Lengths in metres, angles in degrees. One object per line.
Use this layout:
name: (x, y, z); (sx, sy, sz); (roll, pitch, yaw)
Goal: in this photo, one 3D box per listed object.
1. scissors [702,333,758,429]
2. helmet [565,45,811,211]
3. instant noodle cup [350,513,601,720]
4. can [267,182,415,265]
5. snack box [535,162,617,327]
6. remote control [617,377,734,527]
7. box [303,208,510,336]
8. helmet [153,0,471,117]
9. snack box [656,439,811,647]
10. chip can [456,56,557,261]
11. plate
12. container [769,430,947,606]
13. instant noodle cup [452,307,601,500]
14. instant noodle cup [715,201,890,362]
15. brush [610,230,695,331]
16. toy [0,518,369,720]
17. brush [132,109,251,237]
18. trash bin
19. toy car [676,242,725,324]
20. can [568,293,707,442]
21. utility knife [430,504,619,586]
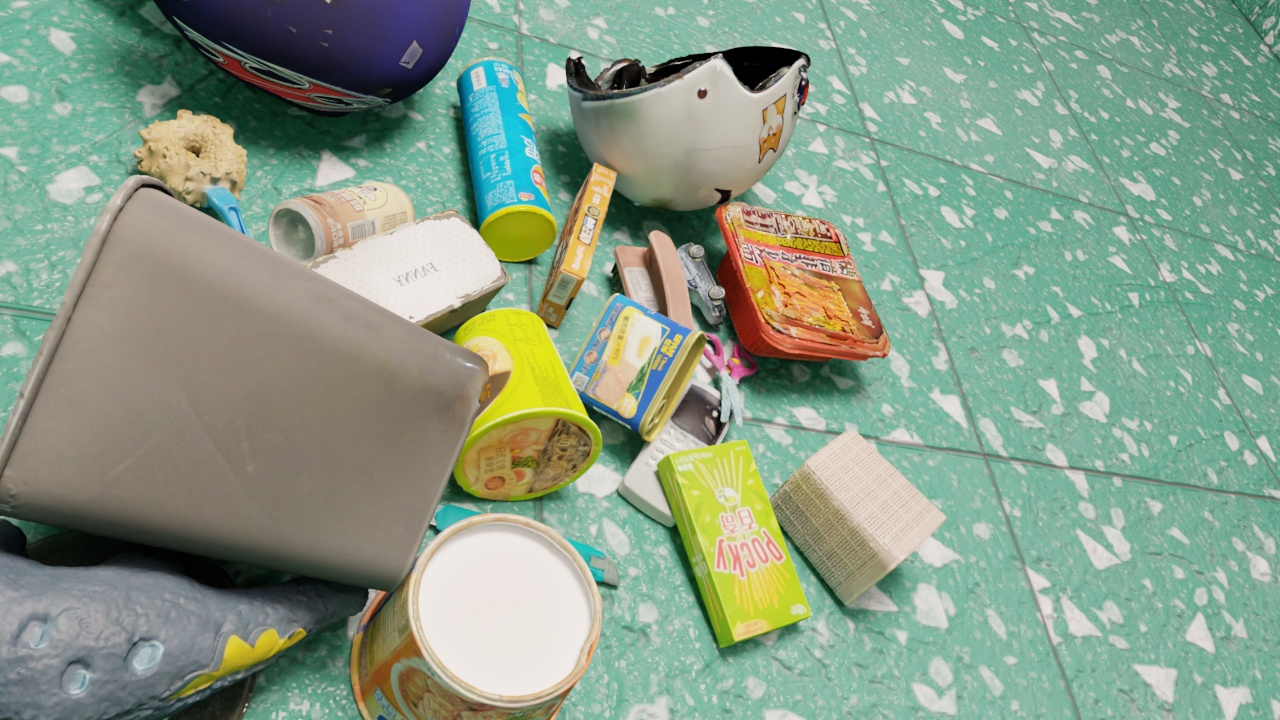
scissors: (0.075, 0.016, 0.852); (0.073, 0.017, 0.137); (31, 32, -8)
helmet: (0.054, -0.238, 0.947); (0.230, 0.157, 0.273); (12, 25, 33)
instant noodle cup: (-0.100, 0.175, 0.588); (0.151, 0.112, 0.151); (15, 50, -19)
can: (-0.241, -0.110, 0.749); (0.058, 0.059, 0.116); (43, 31, 7)
snack box: (-0.059, -0.109, 0.853); (0.026, 0.075, 0.153); (23, 48, -13)
remote control: (0.036, 0.075, 0.800); (0.058, 0.021, 0.149); (35, 48, -1)
box: (-0.196, -0.053, 0.732); (0.183, 0.061, 0.090); (-32, 83, -44)
helmet: (-0.300, -0.345, 0.780); (0.315, 0.248, 0.240); (15, 31, -26)
snack box: (0.076, 0.145, 0.748); (0.085, 0.026, 0.156); (-6, 67, -34)
chip can: (-0.132, -0.197, 0.885); (0.071, 0.071, 0.210); (4, 54, -26)
plate: (-0.317, 0.175, 0.531); (0.179, 0.024, 0.179); (14, 51, -18)
container: (0.182, 0.132, 0.792); (0.089, 0.090, 0.111); (-27, 68, -40)
instant noodle cup: (-0.099, 0.028, 0.714); (0.111, 0.112, 0.123); (2, 46, -27)
instant noodle cup: (0.154, -0.066, 0.928); (0.164, 0.079, 0.188); (6, 51, -29)
brush: (0.019, -0.047, 0.850); (0.063, 0.073, 0.145); (3, 56, -28)
toy: (-0.326, 0.133, 0.481); (0.356, 0.092, 0.137); (17, 33, -21)
brush: (-0.321, -0.102, 0.737); (0.083, 0.046, 0.254); (-25, 74, -43)
trash bin: (-0.231, 0.025, 0.565); (0.219, 0.199, 0.199); (23, 88, -22)
toy car: (0.060, -0.076, 0.917); (0.034, 0.043, 0.090); (-20, 61, -8)
can: (-0.005, 0.005, 0.773); (0.083, 0.057, 0.102); (28, 87, 16)
utility knife: (-0.097, 0.134, 0.689); (0.182, 0.013, 0.029); (20, 48, -14)
